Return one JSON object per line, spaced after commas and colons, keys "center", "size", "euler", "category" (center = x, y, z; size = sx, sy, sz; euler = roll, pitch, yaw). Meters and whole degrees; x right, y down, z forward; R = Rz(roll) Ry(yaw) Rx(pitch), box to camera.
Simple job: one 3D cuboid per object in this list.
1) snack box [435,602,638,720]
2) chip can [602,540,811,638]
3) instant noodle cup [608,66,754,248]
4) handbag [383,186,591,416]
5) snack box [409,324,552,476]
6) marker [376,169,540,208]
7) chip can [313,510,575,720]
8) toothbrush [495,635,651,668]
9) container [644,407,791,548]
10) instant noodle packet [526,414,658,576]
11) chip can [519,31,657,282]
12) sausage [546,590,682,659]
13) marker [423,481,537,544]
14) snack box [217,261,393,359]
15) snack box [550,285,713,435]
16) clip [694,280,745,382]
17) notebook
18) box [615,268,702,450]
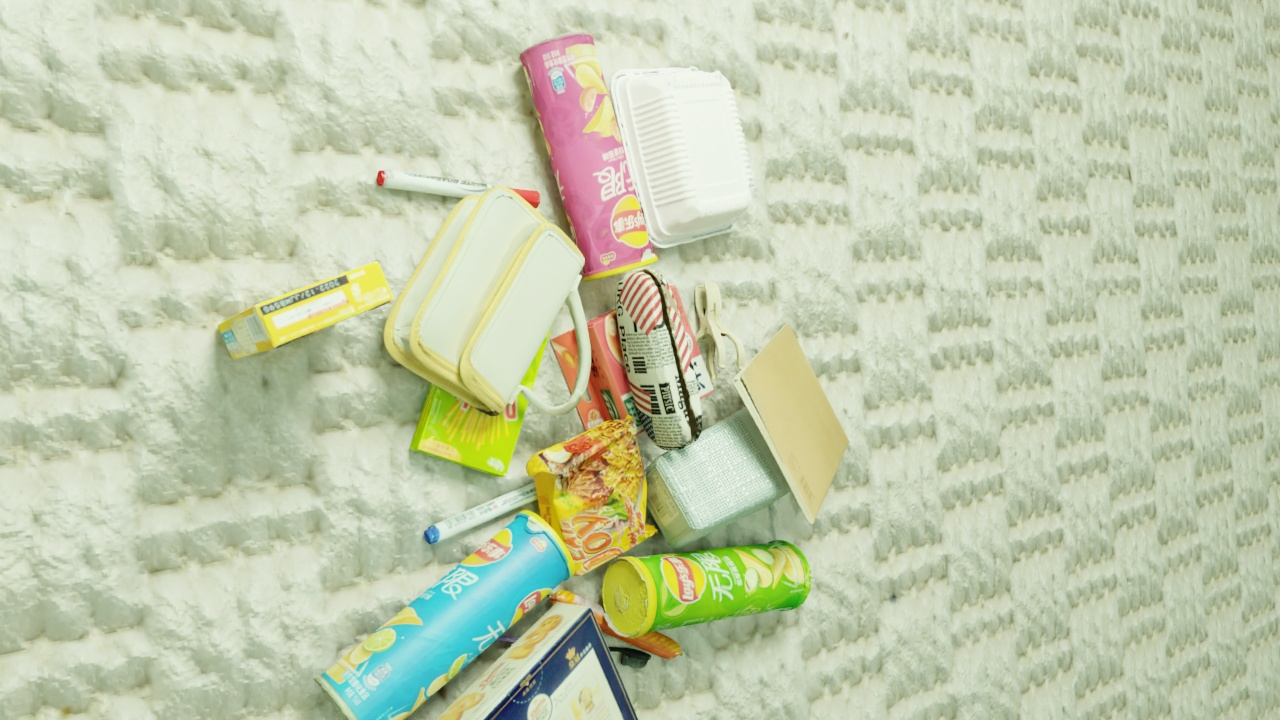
{"center": [-0.080, 0.329, 0.766], "size": [0.177, 0.046, 0.182], "euler": [-38, 115, -43], "category": "snack box"}
{"center": [0.070, 0.215, 0.880], "size": [0.220, 0.073, 0.072], "euler": [4, 85, -38], "category": "chip can"}
{"center": [0.050, -0.206, 0.894], "size": [0.137, 0.060, 0.173], "euler": [-19, 97, -41], "category": "instant noodle cup"}
{"center": [-0.101, -0.035, 0.766], "size": [0.178, 0.063, 0.163], "euler": [36, 71, -29], "category": "handbag"}
{"center": [-0.134, 0.014, 0.791], "size": [0.085, 0.026, 0.156], "euler": [23, 76, -30], "category": "snack box"}
{"center": [-0.154, -0.148, 0.790], "size": [0.145, 0.017, 0.017], "euler": [2, 86, -34], "category": "marker"}
{"center": [-0.152, 0.212, 0.741], "size": [0.209, 0.071, 0.071], "euler": [-37, 108, -29], "category": "chip can"}
{"center": [-0.068, 0.262, 0.831], "size": [0.188, 0.014, 0.017], "euler": [19, 90, -31], "category": "toothbrush"}
{"center": [0.066, 0.114, 0.867], "size": [0.111, 0.090, 0.090], "euler": [-23, 75, -26], "category": "container"}
{"center": [-0.040, 0.126, 0.823], "size": [0.110, 0.044, 0.128], "euler": [-22, 117, -26], "category": "instant noodle packet"}
{"center": [-0.047, -0.181, 0.830], "size": [0.071, 0.072, 0.210], "euler": [-21, 99, -33], "category": "chip can"}
{"center": [-0.021, 0.248, 0.857], "size": [0.165, 0.021, 0.021], "euler": [33, 70, -28], "category": "sausage"}
{"center": [-0.120, 0.126, 0.800], "size": [0.145, 0.017, 0.017], "euler": [-21, 99, -33], "category": "marker"}
{"center": [-0.241, -0.034, 0.653], "size": [0.086, 0.141, 0.034], "euler": [-27, 104, -32], "category": "snack box"}
{"center": [-0.005, 0.005, 0.865], "size": [0.126, 0.044, 0.113], "euler": [-28, 103, -31], "category": "snack box"}
{"center": [0.079, -0.026, 0.911], "size": [0.035, 0.094, 0.102], "euler": [7, 95, -33], "category": "clip"}
{"center": [0.156, 0.054, 0.908], "size": [0.149, 0.012, 0.211], "euler": [62, 26, -4], "category": "notebook"}
{"center": [0.019, -0.002, 0.816], "size": [0.059, 0.072, 0.164], "euler": [-13, 97, -16], "category": "box"}
